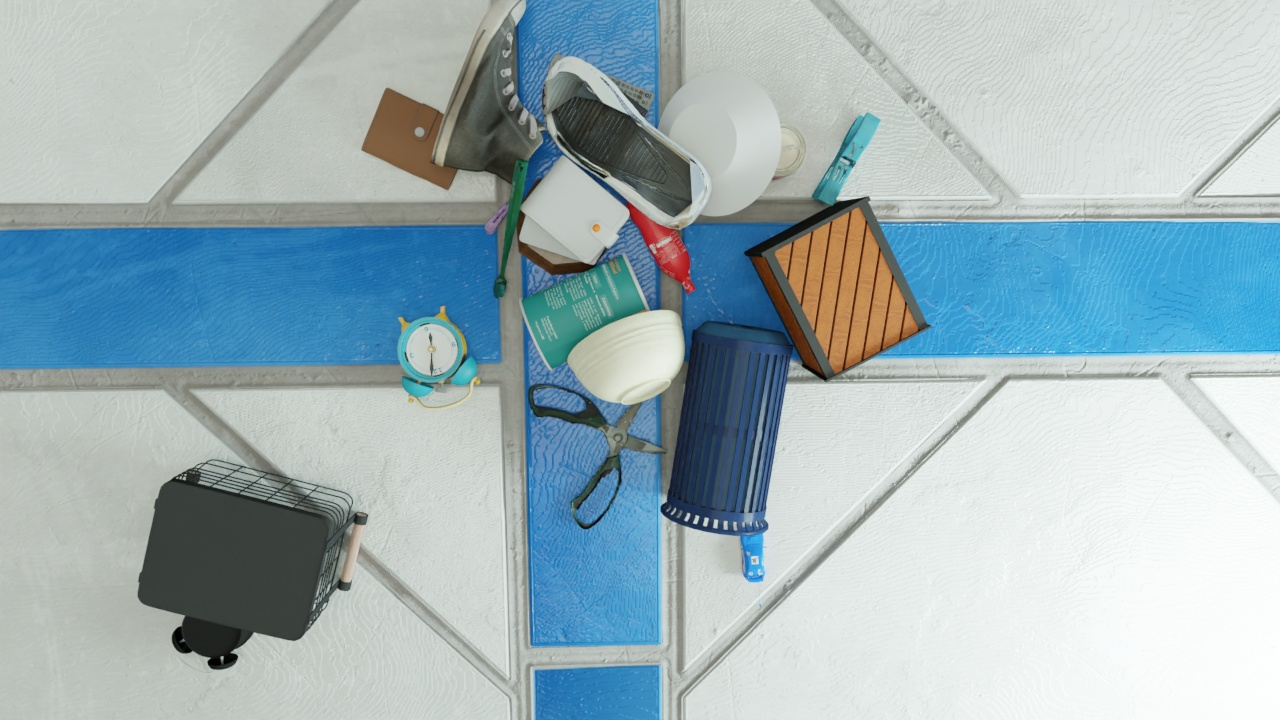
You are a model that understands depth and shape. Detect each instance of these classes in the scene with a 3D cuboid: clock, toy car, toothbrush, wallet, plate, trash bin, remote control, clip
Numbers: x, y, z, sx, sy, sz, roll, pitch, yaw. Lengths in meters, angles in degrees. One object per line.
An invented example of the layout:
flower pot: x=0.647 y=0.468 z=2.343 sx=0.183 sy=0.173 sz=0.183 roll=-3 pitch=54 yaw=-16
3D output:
clock: x=-0.569 y=0.362 z=1.224 sx=0.091 sy=0.042 sz=0.121 roll=31 pitch=96 yaw=-5
toy car: x=0.154 y=0.274 z=1.224 sx=0.033 sy=0.062 sz=0.092 roll=-5 pitch=98 yaw=-1
toothbrush: x=-0.163 y=-0.160 z=1.139 sx=0.016 sy=0.017 sz=0.190 roll=10 pitch=123 yaw=-9
wallet: x=-0.282 y=-0.280 z=1.161 sx=0.121 sy=0.013 sz=0.087 roll=24 pitch=96 yaw=-6
plate: x=0.084 y=-0.264 z=1.116 sx=0.174 sy=0.036 sz=0.174 roll=6 pitch=101 yaw=32
plate: x=-0.098 y=-0.173 z=1.175 sx=0.131 sy=0.025 sz=0.131 roll=0 pitch=98 yaw=-2
clock: x=-0.265 y=-0.001 z=1.186 sx=0.099 sy=0.043 sz=0.129 roll=-15 pitch=91 yaw=0
trash bin: x=0.239 y=-0.090 z=1.138 sx=0.140 sy=0.139 sz=0.172 roll=-28 pitch=97 yaw=2
trash bin: x=0.112 y=0.080 z=1.161 sx=0.139 sy=0.139 sz=0.249 roll=8 pitch=96 yaw=-3
wallet: x=-0.088 y=-0.173 z=1.142 sx=0.118 sy=0.037 sz=0.115 roll=40 pitch=95 yaw=-3
remote control: x=-0.051 y=-0.347 z=1.158 sx=0.136 sy=0.013 sz=0.033 roll=21 pitch=96 yaw=-4
clip: x=0.261 y=-0.261 z=1.175 sx=0.030 sy=0.120 sz=0.130 roll=26 pitch=119 yaw=-8
clip: x=-0.181 y=-0.183 z=1.175 sx=0.013 sy=0.029 sz=0.050 roll=38 pitch=83 yaw=-8

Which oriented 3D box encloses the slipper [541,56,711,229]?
slipper: x=-0.018 y=-0.266 z=1.130 sx=0.264 sy=0.063 sz=0.111 roll=42 pitch=115 yaw=14

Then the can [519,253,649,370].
can: x=-0.066 y=-0.061 z=1.153 sx=0.144 sy=0.099 sz=0.099 roll=-23 pitch=98 yaw=1

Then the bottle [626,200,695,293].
bottle: x=0.031 y=-0.150 z=1.173 sx=0.042 sy=0.042 sz=0.141 roll=-30 pitch=98 yaw=2

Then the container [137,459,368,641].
container: x=-0.491 y=0.234 z=1.165 sx=0.241 sy=0.130 sz=0.163 roll=15 pitch=97 yaw=-4

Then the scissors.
scissors: x=-0.070 y=0.125 z=1.222 sx=0.201 sy=0.015 sz=0.206 roll=18 pitch=96 yaw=-2

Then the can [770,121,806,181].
can: x=0.168 y=-0.260 z=1.145 sx=0.067 sy=0.076 sz=0.067 roll=0 pitch=97 yaw=-1

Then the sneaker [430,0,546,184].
sneaker: x=-0.162 y=-0.332 z=1.121 sx=0.120 sy=0.095 sz=0.234 roll=19 pitch=87 yaw=-14

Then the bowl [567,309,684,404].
bowl: x=-0.007 y=0.007 z=1.131 sx=0.151 sy=0.151 sz=0.075 roll=-24 pitch=73 yaw=1
